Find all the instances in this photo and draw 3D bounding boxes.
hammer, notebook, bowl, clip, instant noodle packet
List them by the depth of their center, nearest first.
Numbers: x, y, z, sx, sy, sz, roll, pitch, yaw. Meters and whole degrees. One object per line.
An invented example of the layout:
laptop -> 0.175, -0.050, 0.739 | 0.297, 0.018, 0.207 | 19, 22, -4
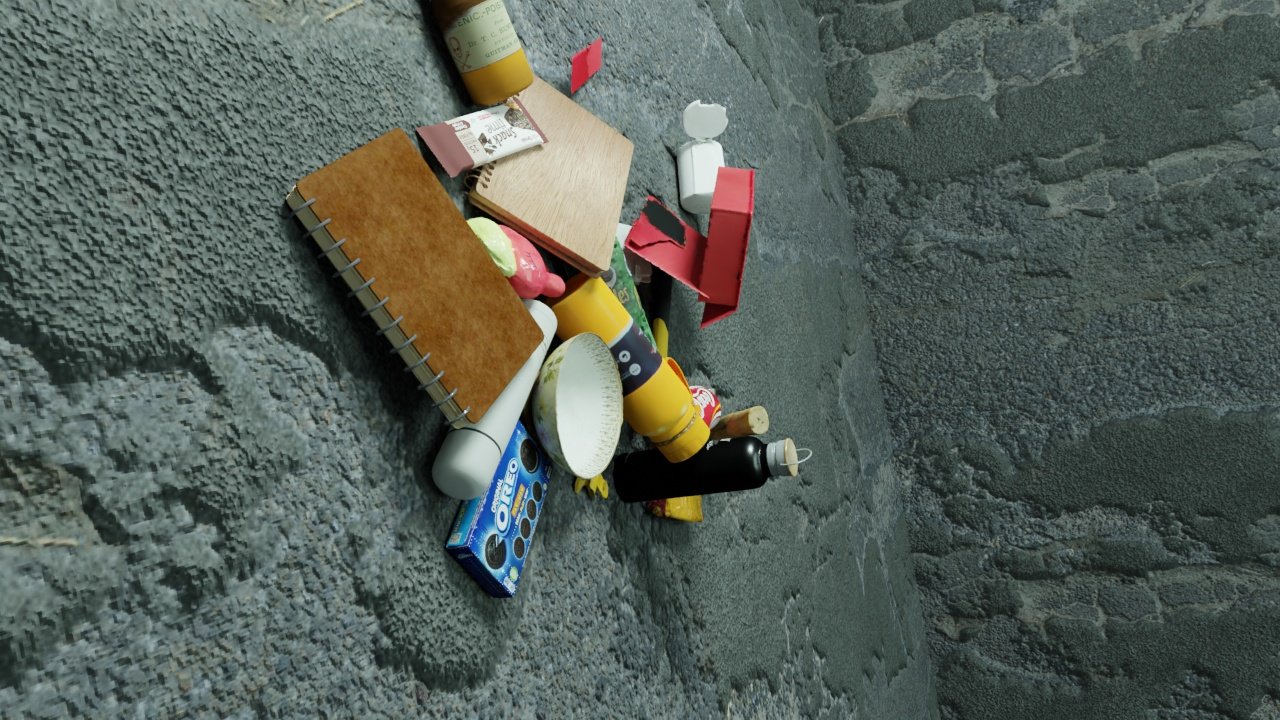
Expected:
notebook -> -0.178, -0.069, 0.758 | 0.225, 0.024, 0.167 | 56, 30, -17
bowl -> -0.076, 0.046, 0.925 | 0.145, 0.063, 0.145 | -1, 90, -66
notebook -> -0.092, -0.205, 0.974 | 0.169, 0.022, 0.209 | 30, 47, -25
clip -> -0.049, 0.133, 1.017 | 0.049, 0.044, 0.053 | 38, 40, -21
instant noodle packet -> 0.046, 0.161, 1.206 | 0.135, 0.040, 0.098 | 29, 54, -62
hammer -> 0.119, 0.090, 1.214 | 0.331, 0.033, 0.132 | 130, -43, -81
hammer -> 0.028, -0.049, 1.267 | 0.127, 0.029, 0.322 | 49, 37, -50

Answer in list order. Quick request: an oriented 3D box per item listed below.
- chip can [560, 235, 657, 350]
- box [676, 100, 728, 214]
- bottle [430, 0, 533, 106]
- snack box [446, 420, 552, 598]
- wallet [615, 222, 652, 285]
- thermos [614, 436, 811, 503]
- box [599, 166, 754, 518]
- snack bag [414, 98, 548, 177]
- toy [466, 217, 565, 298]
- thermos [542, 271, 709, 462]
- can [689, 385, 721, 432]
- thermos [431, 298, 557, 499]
chip can -> -0.031, -0.052, 1.076 | 0.075, 0.076, 0.223 | -61, 136, -55
box -> 0.099, -0.314, 1.429 | 0.143, 0.083, 0.137 | 86, -2, -76
bottle -> -0.165, -0.334, 0.895 | 0.067, 0.068, 0.157 | -65, 139, -52
snack box -> -0.126, 0.132, 0.844 | 0.149, 0.027, 0.082 | -77, 149, -43
wallet -> -0.019, -0.141, 1.190 | 0.116, 0.032, 0.086 | -16, 93, -66
thermos -> 0.085, 0.124, 1.067 | 0.061, 0.232, 0.061 | 37, 47, -57
box -> 0.026, -0.031, 1.304 | 0.214, 0.141, 0.512 | -75, -170, -62
snack bag -> -0.150, -0.220, 0.898 | 0.057, 0.013, 0.157 | 56, 39, -3
toy -> -0.122, -0.097, 0.892 | 0.135, 0.045, 0.091 | 29, 22, -55
thermos -> -0.006, 0.006, 1.015 | 0.091, 0.076, 0.232 | -43, 109, -14
can -> 0.058, 0.076, 1.161 | 0.104, 0.064, 0.064 | -36, 114, -62
thermos -> -0.131, 0.031, 0.842 | 0.223, 0.052, 0.052 | -73, 144, -46
